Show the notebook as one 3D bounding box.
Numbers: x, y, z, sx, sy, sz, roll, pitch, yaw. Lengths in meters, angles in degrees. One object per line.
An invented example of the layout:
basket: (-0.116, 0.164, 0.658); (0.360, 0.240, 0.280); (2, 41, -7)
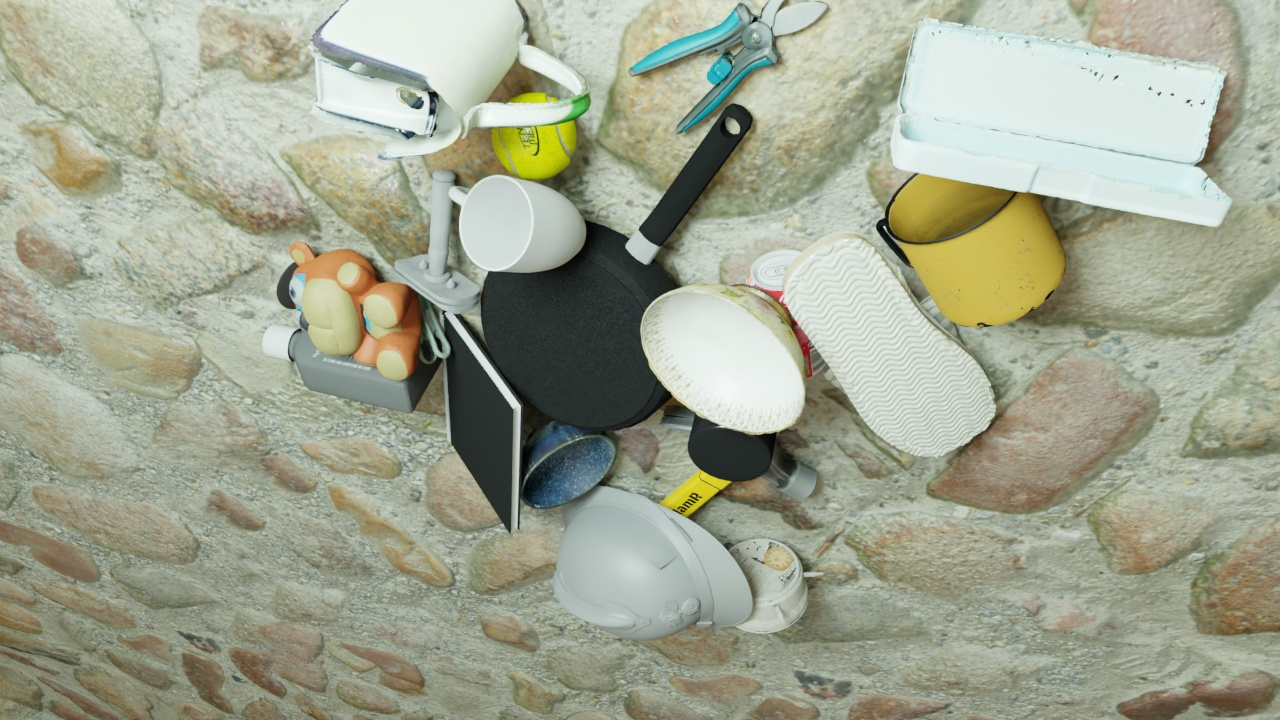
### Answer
notebook: (-0.164, 0.065, 0.944); (0.149, 0.016, 0.207); (49, 148, 32)

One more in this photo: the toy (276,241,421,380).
toy: (-0.276, -0.053, 0.874); (0.176, 0.096, 0.112); (31, 137, 37)

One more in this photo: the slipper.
slipper: (0.206, -0.010, 0.760); (0.114, 0.054, 0.272); (-41, 126, 13)

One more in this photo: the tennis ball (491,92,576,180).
tennis ball: (-0.082, -0.173, 0.710); (0.065, 0.065, 0.065); (10, 136, 9)

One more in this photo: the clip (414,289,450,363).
clip: (-0.213, -0.034, 0.903); (0.043, 0.023, 0.076); (-19, 96, 34)

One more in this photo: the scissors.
scissors: (0.056, -0.216, 0.655); (0.124, 0.019, 0.156); (16, 135, 1)

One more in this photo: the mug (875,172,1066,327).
mug: (0.236, -0.087, 0.671); (0.124, 0.100, 0.094); (1, 140, 49)

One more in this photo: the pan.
pan: (-0.018, -0.071, 0.781); (0.204, 0.043, 0.357); (40, 129, 1)

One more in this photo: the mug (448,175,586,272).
mug: (-0.099, -0.112, 0.730); (0.107, 0.089, 0.071); (32, 108, 26)

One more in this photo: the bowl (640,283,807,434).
bowl: (0.077, -0.014, 0.731); (0.145, 0.063, 0.145); (25, 144, 19)

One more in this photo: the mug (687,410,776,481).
mug: (0.080, 0.045, 0.857); (0.078, 0.087, 0.113); (-20, 124, 33)

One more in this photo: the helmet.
helmet: (-0.019, 0.249, 1.013); (0.272, 0.117, 0.183); (13, 128, 38)

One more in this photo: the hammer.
hammer: (0.039, 0.161, 1.032); (0.170, 0.034, 0.326); (30, 137, -10)

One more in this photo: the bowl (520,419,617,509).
bowl: (-0.089, 0.099, 0.977); (0.114, 0.060, 0.115); (-26, 147, -18)

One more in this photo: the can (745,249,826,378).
can: (0.124, -0.037, 0.778); (0.064, 0.064, 0.105); (1, 134, 18)

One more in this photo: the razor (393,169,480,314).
razor: (-0.178, -0.112, 0.815); (0.088, 0.047, 0.116); (34, 127, 33)

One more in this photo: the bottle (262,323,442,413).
bottle: (-0.300, -0.005, 0.940); (0.174, 0.083, 0.046); (11, 136, 9)

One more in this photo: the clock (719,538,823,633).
clock: (0.119, 0.241, 1.045); (0.157, 0.103, 0.061); (20, 136, 36)

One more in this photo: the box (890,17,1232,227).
box: (0.264, -0.150, 0.579); (0.197, 0.126, 0.074); (12, 171, 6)

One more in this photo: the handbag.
handbag: (-0.121, -0.196, 0.640); (0.176, 0.150, 0.074); (18, 137, 0)
